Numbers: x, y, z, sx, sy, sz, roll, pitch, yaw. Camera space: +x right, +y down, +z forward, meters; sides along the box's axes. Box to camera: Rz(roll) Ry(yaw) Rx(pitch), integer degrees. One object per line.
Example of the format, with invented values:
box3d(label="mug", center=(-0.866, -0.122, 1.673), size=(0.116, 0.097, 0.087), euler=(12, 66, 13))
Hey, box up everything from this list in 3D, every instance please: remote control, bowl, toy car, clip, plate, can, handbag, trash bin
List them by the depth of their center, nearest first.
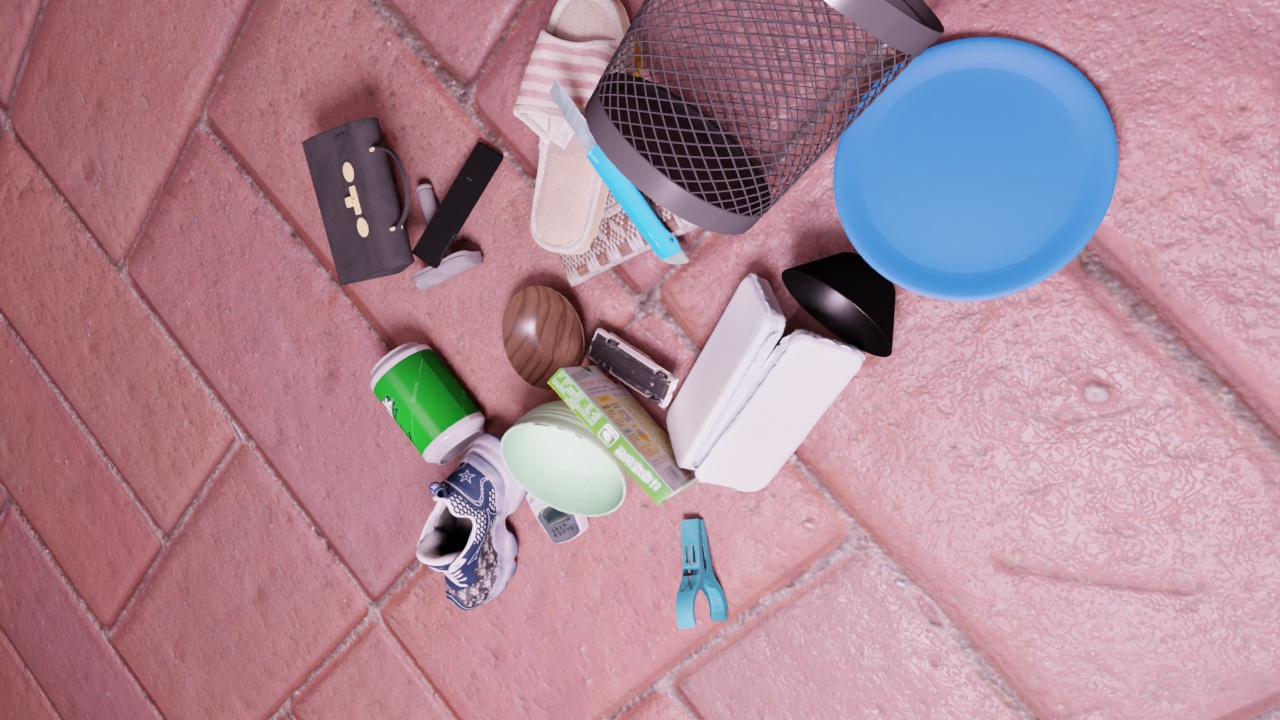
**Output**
box3d(label="trash bin", center=(0.091, -0.254, 0.776), size=(0.218, 0.217, 0.228), euler=(47, 123, 11))
box3d(label="plate", center=(0.279, -0.160, 0.780), size=(0.225, 0.024, 0.224), euler=(-1, 86, 20))
box3d(label="bowl", center=(0.195, -0.063, 0.845), size=(0.124, 0.124, 0.052), euler=(38, 85, 15))
box3d(label="handbag", center=(-0.027, -0.167, 0.960), size=(0.186, 0.046, 0.124), euler=(-22, 93, 32))
box3d(label="toy car", center=(-0.006, 0.006, 0.996), size=(0.113, 0.039, 0.039), euler=(32, 118, 24))
box3d(label="clip", center=(0.071, 0.249, 1.014), size=(0.033, 0.122, 0.120), euler=(-16, 131, 32))
box3d(label="bowl", center=(-0.074, 0.099, 1.024), size=(0.151, 0.076, 0.151), euler=(15, 137, 14))
box3d(label="bowl", center=(-0.102, -0.028, 1.043), size=(0.119, 0.032, 0.119), euler=(8, 105, 33))
box3d(label="remote control", center=(-0.208, -0.177, 1.047), size=(0.034, 0.013, 0.150), euler=(35, 97, 24))
box3d(label="handbag", center=(-0.303, -0.187, 1.048), size=(0.196, 0.072, 0.176), euler=(-2, 103, 56))
box3d(label="remote control", center=(-0.106, 0.162, 1.100), size=(0.060, 0.028, 0.114), euler=(-27, 89, 32))
box3d(label="can", center=(-0.260, 0.052, 1.123), size=(0.140, 0.087, 0.088), euler=(51, 120, 9))

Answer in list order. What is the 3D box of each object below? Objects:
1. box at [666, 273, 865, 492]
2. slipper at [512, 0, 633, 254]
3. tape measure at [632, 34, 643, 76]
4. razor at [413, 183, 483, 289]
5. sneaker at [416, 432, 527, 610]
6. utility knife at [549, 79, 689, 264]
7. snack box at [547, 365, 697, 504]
box3d(label="box", center=(0.112, 0.027, 0.934), size=(0.129, 0.105, 0.211), euler=(19, 123, -24))
box3d(label="slipper", center=(-0.074, -0.238, 0.921), size=(0.115, 0.052, 0.263), euler=(14, 103, 30))
box3d(label="tape measure", center=(-0.027, -0.307, 0.933), size=(0.059, 0.030, 0.068), euler=(-32, 87, 33))
box3d(label="razor", center=(-0.242, -0.154, 1.089), size=(0.088, 0.047, 0.116), euler=(-20, 85, 31))
box3d(label="sneaker", center=(-0.220, 0.218, 1.102), size=(0.103, 0.132, 0.270), euler=(32, 128, 21))
box3d(label="utility knife", center=(-0.021, -0.178, 0.895), size=(0.031, 0.015, 0.220), euler=(-22, 119, 30))
box3d(label="snack box", center=(-0.013, 0.073, 0.964), size=(0.027, 0.131, 0.168), euler=(-45, 79, 13))
